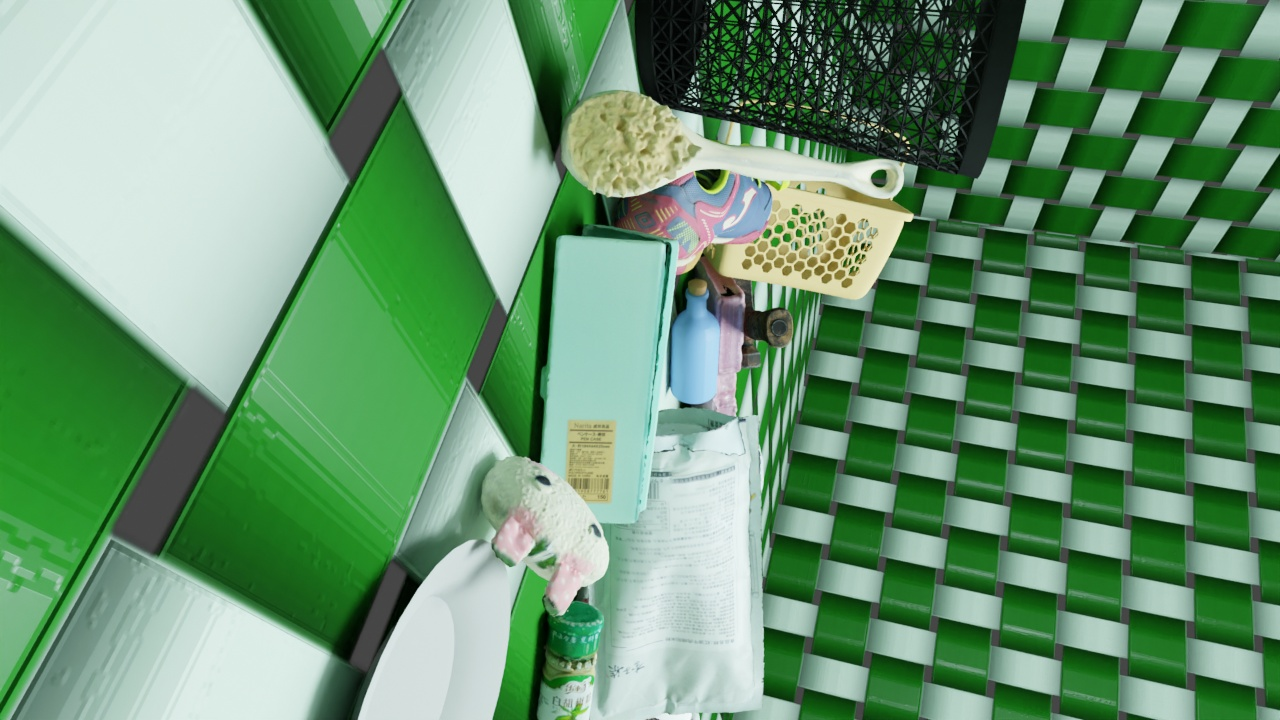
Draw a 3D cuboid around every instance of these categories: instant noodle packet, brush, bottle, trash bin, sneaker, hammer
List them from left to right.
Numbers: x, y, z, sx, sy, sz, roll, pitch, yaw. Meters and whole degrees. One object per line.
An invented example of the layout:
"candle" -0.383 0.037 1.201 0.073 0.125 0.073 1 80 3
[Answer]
"bottle" -0.054 0.234 0.675 0.042 0.043 0.110 -31 131 -72
"instant noodle packet" 0.027 0.171 0.724 0.057 0.147 0.269 -107 -165 -70
"bottle" 0.054 -0.021 0.910 0.047 0.048 0.131 -63 158 -50
"sneaker" 0.059 -0.132 0.703 0.241 0.116 0.091 -38 146 -61
"brush" 0.071 -0.123 0.567 0.271 0.077 0.062 -2 117 -34
"hammer" 0.119 -0.044 0.937 0.330 0.033 0.120 -69 154 -87
"trash bin" 0.137 -0.256 0.661 0.216 0.243 0.217 11 89 -76

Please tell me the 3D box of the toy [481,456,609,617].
"toy" -0.054 0.091 0.514 0.050 0.087 0.112 -39 -169 16

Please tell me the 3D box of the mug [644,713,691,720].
"mug" -0.003 0.342 0.872 0.076 0.090 0.124 -75 -173 -63

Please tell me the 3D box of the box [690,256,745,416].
"box" 0.082 -0.018 1.034 0.179 0.055 0.233 -87 177 -55

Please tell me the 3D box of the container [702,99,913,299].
"container" 0.158 -0.162 0.900 0.129 0.183 0.167 -111 -148 -63

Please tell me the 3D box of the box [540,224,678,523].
"box" -0.028 0.013 0.572 0.079 0.077 0.189 -17 120 -56

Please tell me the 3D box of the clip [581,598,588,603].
"clip" -0.033 0.221 0.764 0.058 0.035 0.022 90 13 -48

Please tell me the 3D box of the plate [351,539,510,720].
"plate" -0.108 0.173 0.454 0.172 0.019 0.173 11 89 -76

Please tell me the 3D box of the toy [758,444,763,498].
"toy" 0.042 0.148 0.795 0.085 0.138 0.209 -21 122 -57

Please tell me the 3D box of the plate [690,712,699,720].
"plate" 0.023 0.447 0.864 0.229 0.030 0.229 34 65 -90
